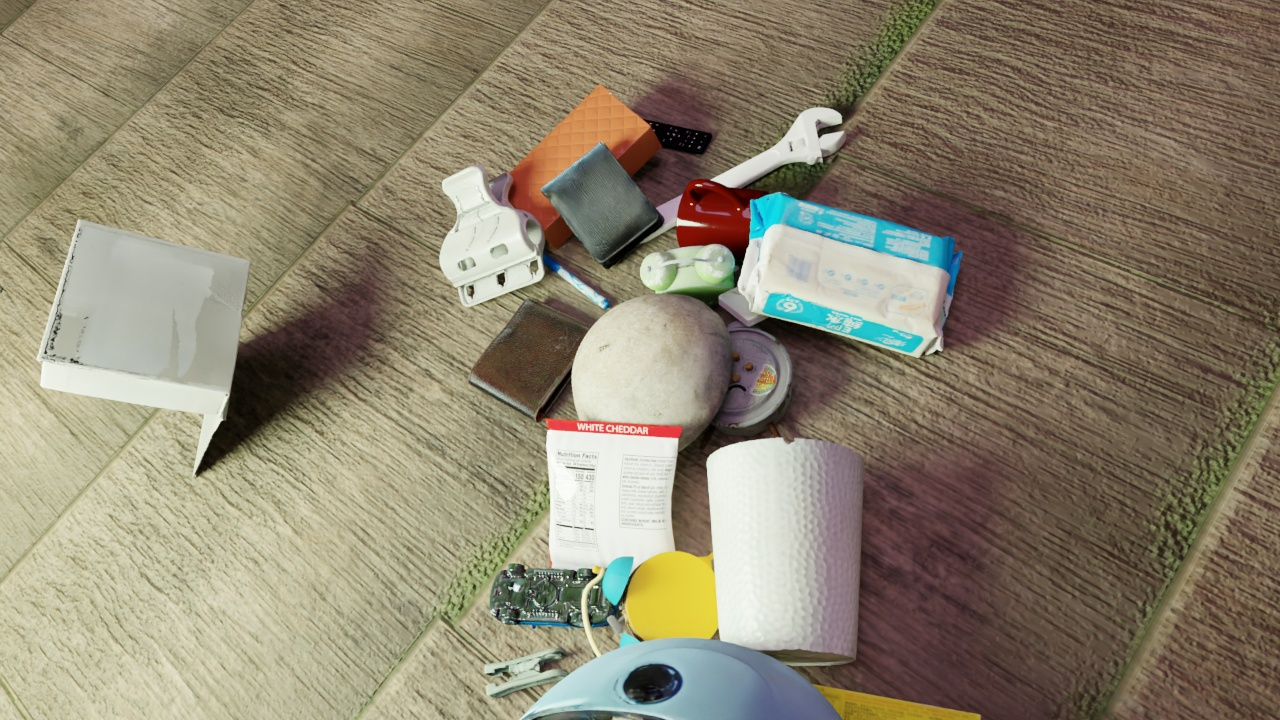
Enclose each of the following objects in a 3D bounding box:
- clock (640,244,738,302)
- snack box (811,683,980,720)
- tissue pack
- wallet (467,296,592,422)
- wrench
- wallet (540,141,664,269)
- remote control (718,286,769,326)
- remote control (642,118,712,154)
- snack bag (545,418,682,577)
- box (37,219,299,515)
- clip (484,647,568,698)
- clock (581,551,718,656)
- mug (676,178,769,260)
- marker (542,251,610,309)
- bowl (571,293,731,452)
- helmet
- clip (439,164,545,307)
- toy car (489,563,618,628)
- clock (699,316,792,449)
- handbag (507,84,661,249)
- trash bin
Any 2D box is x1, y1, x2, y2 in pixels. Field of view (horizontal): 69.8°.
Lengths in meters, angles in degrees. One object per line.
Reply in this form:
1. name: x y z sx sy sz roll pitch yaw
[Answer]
1. clock: 0.053 -0.087 0.928 0.094 0.119 0.042 -8 80 15
2. snack box: 0.185 0.278 0.712 0.148 0.040 0.028 4 62 20
3. tissue pack: 0.195 -0.083 0.871 0.209 0.066 0.116 16 66 1
4. wallet: -0.114 -0.004 0.978 0.099 0.031 0.119 27 71 25
5. wrench: 0.106 -0.204 1.029 0.273 0.018 0.066 -28 56 2
6. wallet: -0.041 -0.170 1.006 0.089 0.026 0.115 -39 91 2
7. remote control: 0.146 -0.076 0.915 0.135 0.011 0.050 -26 43 -20
8. remote control: 0.018 -0.273 1.100 0.140 0.009 0.030 19 69 26
9. snack bag: -0.026 0.128 0.836 0.131 0.039 0.144 2 98 19
10. box: -0.489 0.024 1.018 0.172 0.381 0.167 -3 59 -3
11. clip: -0.101 0.277 0.816 0.076 0.023 0.045 -18 59 9
12. clock: 0.015 0.211 0.786 0.129 0.044 0.099 -14 75 -15
13. mug: 0.085 -0.153 0.952 0.083 0.106 0.073 11 67 23
14. marker: -0.082 -0.096 1.030 0.013 0.013 0.142 -46 58 -11
15. bowl: -0.005 0.005 0.871 0.179 0.081 0.178 -22 53 31
16. helmet: 0.038 0.300 0.659 0.266 0.226 0.166 7 26 20
17. clip: -0.170 -0.142 1.026 0.125 0.075 0.144 -15 86 28
18. toy car: -0.077 0.217 0.829 0.120 0.044 0.056 -1 61 14
19. clock: 0.097 0.010 0.885 0.104 0.056 0.147 -4 62 18
20. handbag: -0.074 -0.227 1.069 0.172 0.060 0.109 -44 65 0
21. trash bin: 0.120 0.161 0.753 0.133 0.133 0.161 -4 65 15
